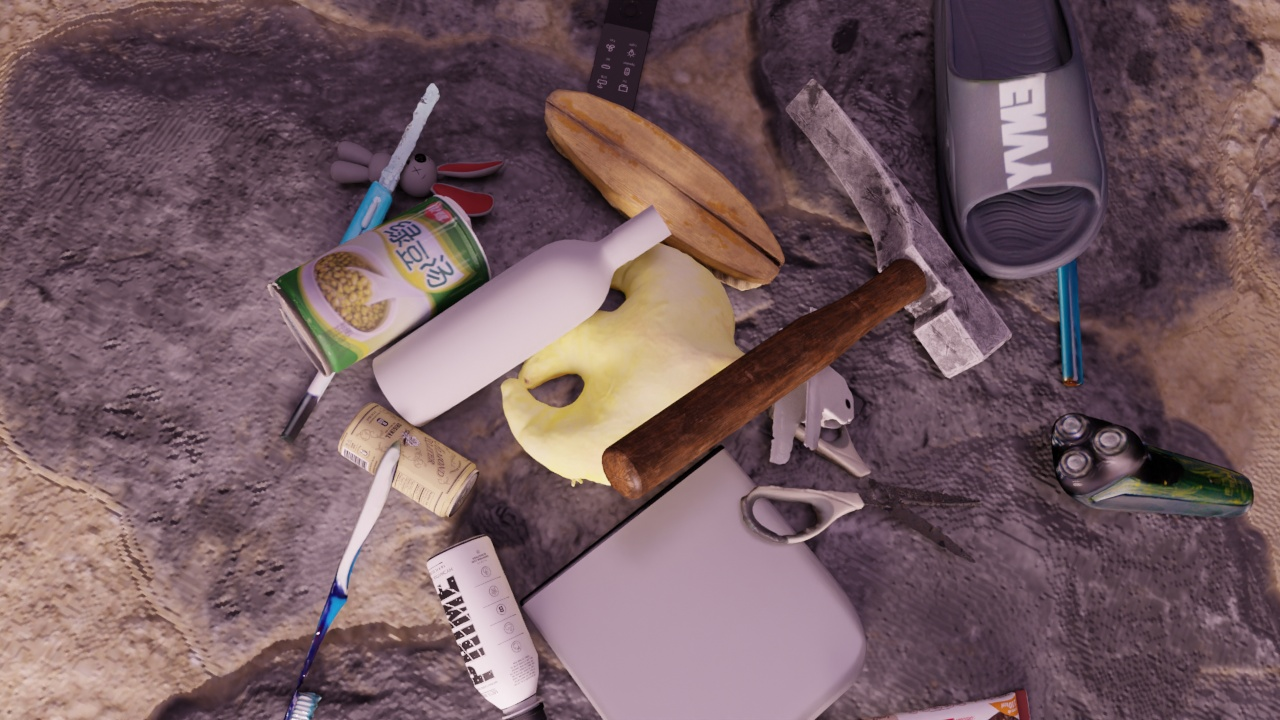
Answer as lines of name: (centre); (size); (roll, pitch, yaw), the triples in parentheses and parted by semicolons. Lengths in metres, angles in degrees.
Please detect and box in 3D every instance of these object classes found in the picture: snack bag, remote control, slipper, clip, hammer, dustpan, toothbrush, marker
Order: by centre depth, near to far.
toothbrush: (-0.174, 0.136, 0.541); (0.017, 0.016, 0.189); (20, 89, -10)
snack bag: (0.173, 0.234, 0.544); (0.157, 0.013, 0.057); (1, 79, -22)
hammer: (0.074, -0.037, 0.553); (0.299, 0.037, 0.217); (-31, 84, -32)
dustpan: (0.069, 0.201, 0.558); (0.163, 0.033, 0.257); (-36, 73, -13)
clip: (0.112, 0.020, 0.592); (0.052, 0.058, 0.101); (1, 60, 15)
marker: (-0.191, -0.014, 0.598); (0.011, 0.011, 0.152); (26, 76, 2)
slipper: (0.262, -0.189, 0.629); (0.111, 0.083, 0.267); (-3, 72, 10)
remote control: (-0.009, -0.248, 0.668); (0.034, 0.013, 0.150); (12, 76, -2)

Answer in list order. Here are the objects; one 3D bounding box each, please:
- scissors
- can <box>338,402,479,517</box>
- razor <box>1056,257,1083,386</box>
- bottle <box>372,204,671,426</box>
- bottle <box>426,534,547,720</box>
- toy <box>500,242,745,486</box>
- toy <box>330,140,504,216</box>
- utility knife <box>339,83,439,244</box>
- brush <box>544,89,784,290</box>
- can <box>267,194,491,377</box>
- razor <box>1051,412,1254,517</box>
scissors: (0.135, 0.082, 0.591); (0.165, 0.013, 0.157); (-24, 73, -21)
can: (-0.143, 0.062, 0.569); (0.079, 0.038, 0.038); (31, 76, 3)
razor: (0.299, -0.053, 0.642); (0.042, 0.022, 0.143); (0, 81, 14)
bottle: (-0.069, -0.033, 0.563); (0.195, 0.052, 0.052); (-33, 80, 5)
bottle: (-0.088, 0.165, 0.547); (0.041, 0.041, 0.116); (-23, 79, -10)
toy: (-0.003, 0.003, 0.581); (0.155, 0.065, 0.170); (18, 71, 18)
toy: (-0.150, -0.125, 0.618); (0.111, 0.030, 0.049); (10, 65, -3)
utility knife: (-0.175, -0.101, 0.598); (0.022, 0.015, 0.179); (25, 89, -8)
brush: (0.013, -0.115, 0.622); (0.195, 0.043, 0.059); (38, 78, 4)
can: (-0.158, -0.048, 0.570); (0.120, 0.067, 0.067); (-34, 81, -22)
razor: (0.333, 0.073, 0.591); (0.151, 0.067, 0.053); (13, 64, -9)
